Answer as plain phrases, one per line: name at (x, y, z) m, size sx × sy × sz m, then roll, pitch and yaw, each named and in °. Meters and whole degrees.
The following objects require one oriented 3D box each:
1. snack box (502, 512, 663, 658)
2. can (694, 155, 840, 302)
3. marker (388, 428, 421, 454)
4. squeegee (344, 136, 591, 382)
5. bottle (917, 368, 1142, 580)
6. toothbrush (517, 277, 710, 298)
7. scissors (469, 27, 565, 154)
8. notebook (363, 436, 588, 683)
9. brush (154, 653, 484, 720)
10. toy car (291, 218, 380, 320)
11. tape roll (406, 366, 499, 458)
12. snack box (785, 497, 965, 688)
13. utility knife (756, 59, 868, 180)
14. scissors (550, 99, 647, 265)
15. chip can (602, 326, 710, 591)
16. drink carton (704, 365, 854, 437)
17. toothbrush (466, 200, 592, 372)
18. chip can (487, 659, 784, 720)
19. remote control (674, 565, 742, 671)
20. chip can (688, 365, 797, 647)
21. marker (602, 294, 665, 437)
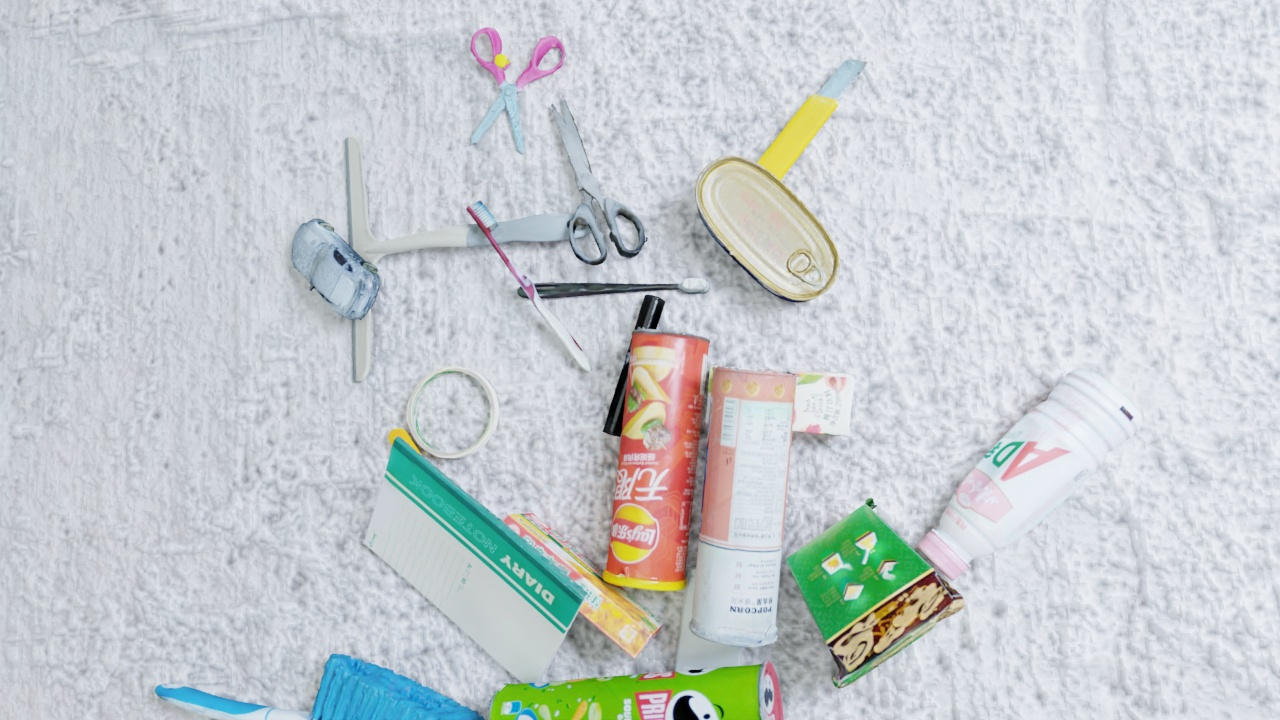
snack box at (-0.052, 0.188, 0.781) m, size 0.156 × 0.077 × 0.027 m, roll 37°, pitch 88°, yaw 12°
can at (0.109, -0.112, 0.799) m, size 0.074 × 0.049 × 0.148 m, roll -45°, pitch 86°, yaw 3°
marker at (-0.195, 0.115, 0.848) m, size 0.018 × 0.015 × 0.124 m, roll -37°, pitch 81°, yaw 4°
squeegee at (-0.167, -0.114, 0.862) m, size 0.247 × 0.039 × 0.246 m, roll -5°, pitch 82°, yaw 9°
bottle at (0.308, 0.096, 0.740) m, size 0.197 × 0.068 × 0.068 m, roll -46°, pitch 78°, yaw 4°
toothbrush at (-0.027, -0.067, 0.844) m, size 0.181 × 0.018 × 0.015 m, roll -1°, pitch 85°, yaw 11°
scissors at (-0.120, -0.265, 0.888) m, size 0.124 × 0.017 × 0.133 m, roll -14°, pitch 85°, yaw 4°
notebook at (-0.148, 0.176, 0.786) m, size 0.209 × 0.012 × 0.151 m, roll 37°, pitch 130°, yaw 13°
brush at (-0.292, 0.311, 0.820) m, size 0.315 × 0.060 × 0.109 m, roll 20°, pitch 89°, yaw 14°
toy car at (-0.293, -0.087, 0.869) m, size 0.120 × 0.036 × 0.054 m, roll 42°, pitch 111°, yaw 25°
tape roll at (-0.174, 0.048, 0.853) m, size 0.086 × 0.014 × 0.085 m, roll -1°, pitch 82°, yaw 10°
snack box at (0.178, 0.184, 0.733) m, size 0.117 × 0.118 × 0.105 m, roll -36°, pitch 66°, yaw 2°
utility knife at (0.139, -0.196, 0.832) m, size 0.033 × 0.015 × 0.197 m, roll 39°, pitch 92°, yaw 4°
scissors at (-0.058, -0.165, 0.852) m, size 0.173 × 0.014 × 0.140 m, roll 37°, pitch 67°, yaw 3°
chip can at (0.015, 0.084, 0.782) m, size 0.073 × 0.073 × 0.216 m, roll 6°, pitch 86°, yaw 10°
drink carton at (0.119, 0.034, 0.789) m, size 0.122 × 0.045 × 0.053 m, roll 4°, pitch 91°, yaw 11°
toothbrush at (-0.098, -0.067, 0.837) m, size 0.017 × 0.016 × 0.187 m, roll -36°, pitch 92°, yaw -7°
chip can at (-0.006, 0.291, 0.745) m, size 0.236 × 0.072 × 0.072 m, roll -11°, pitch 80°, yaw 17°
remote control at (0.060, 0.244, 0.783) m, size 0.056 × 0.019 × 0.135 m, roll 6°, pitch 84°, yaw 11°
chip can at (0.083, 0.112, 0.735) m, size 0.071 × 0.071 × 0.214 m, roll 5°, pitch 91°, yaw 10°
marker at (-0.005, 0.005, 0.828) m, size 0.022 × 0.020 × 0.132 m, roll 18°, pitch 86°, yaw -5°
